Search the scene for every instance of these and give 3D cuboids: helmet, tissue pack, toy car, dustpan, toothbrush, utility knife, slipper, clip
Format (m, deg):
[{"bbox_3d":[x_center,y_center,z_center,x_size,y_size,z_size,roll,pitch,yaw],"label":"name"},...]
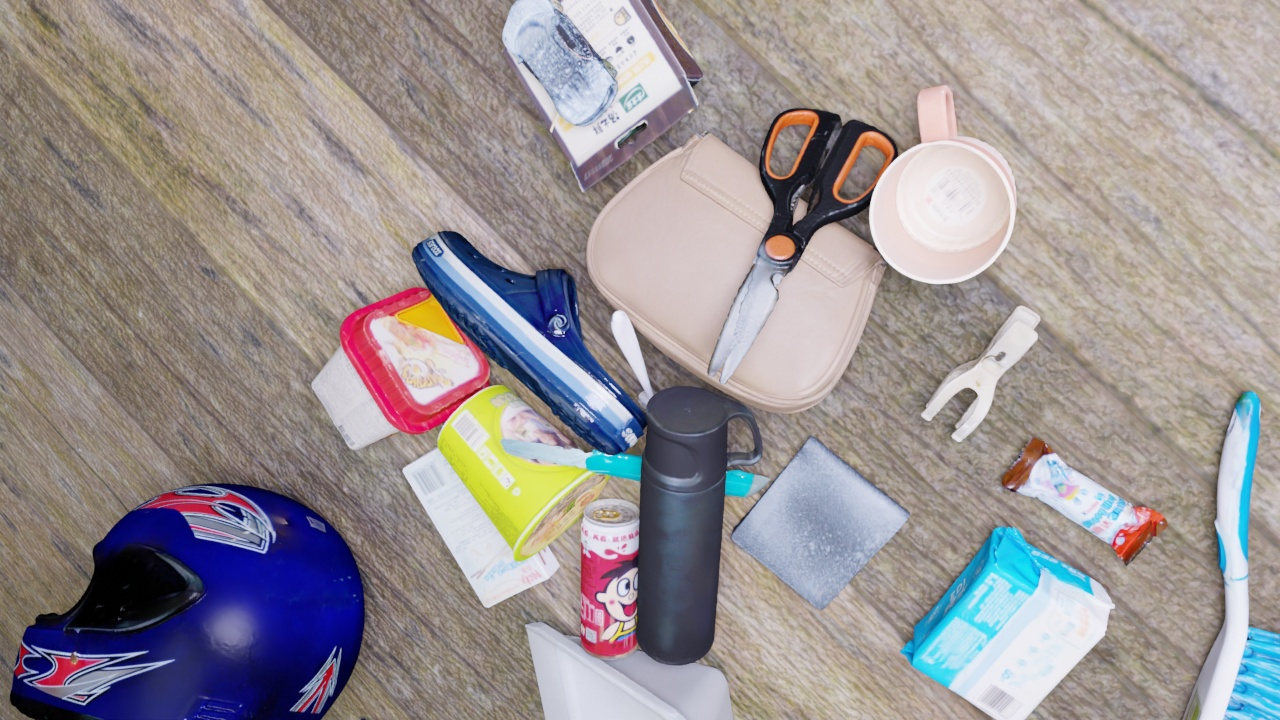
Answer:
[{"bbox_3d":[-0.423,0.239,0.889,0.316,0.247,0.240,3,68,17],"label":"helmet"},{"bbox_3d":[0.265,0.195,0.672,0.090,0.063,0.140,32,117,10],"label":"tissue pack"},{"bbox_3d":[-0.060,-0.215,0.651,0.049,0.031,0.105,-42,81,26],"label":"toy car"},{"bbox_3d":[-0.003,0.370,0.804,0.258,0.142,0.223,-3,105,23],"label":"dustpan"},{"bbox_3d":[-0.004,0.004,0.688,0.016,0.180,0.016,26,73,19],"label":"toothbrush"},{"bbox_3d":[-0.003,0.084,0.733,0.219,0.013,0.029,11,125,-10],"label":"utility knife"},{"bbox_3d":[-0.082,-0.032,0.726,0.095,0.105,0.253,-43,68,-13],"label":"slipper"},{"bbox_3d":[0.239,0.008,0.639,0.035,0.074,0.101,35,121,12],"label":"clip"}]

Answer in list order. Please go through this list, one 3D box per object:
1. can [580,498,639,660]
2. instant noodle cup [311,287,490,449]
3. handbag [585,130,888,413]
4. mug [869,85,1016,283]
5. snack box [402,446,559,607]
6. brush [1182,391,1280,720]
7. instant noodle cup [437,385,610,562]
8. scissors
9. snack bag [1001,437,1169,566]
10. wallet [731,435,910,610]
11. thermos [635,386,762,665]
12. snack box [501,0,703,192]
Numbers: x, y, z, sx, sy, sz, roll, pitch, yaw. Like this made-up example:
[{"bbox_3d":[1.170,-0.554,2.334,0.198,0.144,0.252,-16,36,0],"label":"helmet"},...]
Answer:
[{"bbox_3d":[-0.026,0.191,0.805,0.053,0.053,0.133,9,109,21],"label":"can"},{"bbox_3d":[-0.217,0.014,0.807,0.124,0.116,0.116,-30,92,39],"label":"instant noodle cup"},{"bbox_3d":[0.068,-0.059,0.659,0.204,0.100,0.148,37,91,10],"label":"handbag"},{"bbox_3d":[0.193,-0.115,0.582,0.082,0.105,0.114,-6,103,25],"label":"mug"},{"bbox_3d":[-0.151,0.148,0.862,0.085,0.026,0.157,-30,93,28],"label":"snack box"},{"bbox_3d":[0.412,0.180,0.612,0.109,0.060,0.315,15,109,23],"label":"brush"},{"bbox_3d":[-0.105,0.088,0.785,0.123,0.111,0.112,44,118,16],"label":"instant noodle cup"},{"bbox_3d":[0.082,-0.083,0.601,0.139,0.234,0.022,42,161,23],"label":"scissors"},{"bbox_3d":[0.309,0.098,0.643,0.105,0.026,0.045,33,120,13],"label":"snack bag"},{"bbox_3d":[0.140,0.132,0.734,0.097,0.019,0.121,39,119,11],"label":"wallet"},{"bbox_3d":[0.043,0.135,0.719,0.090,0.068,0.243,0,125,-3],"label":"thermos"},{"bbox_3d":[-0.025,-0.209,0.678,0.113,0.053,0.125,-31,93,28],"label":"snack box"}]
